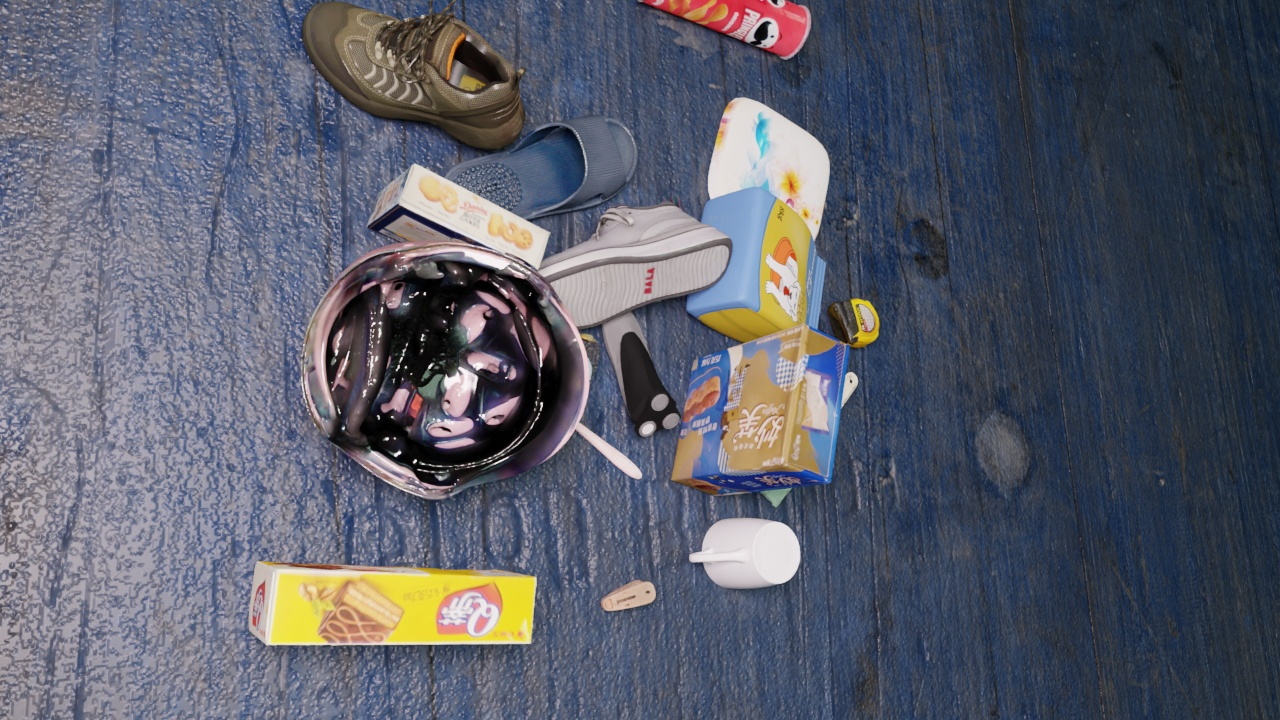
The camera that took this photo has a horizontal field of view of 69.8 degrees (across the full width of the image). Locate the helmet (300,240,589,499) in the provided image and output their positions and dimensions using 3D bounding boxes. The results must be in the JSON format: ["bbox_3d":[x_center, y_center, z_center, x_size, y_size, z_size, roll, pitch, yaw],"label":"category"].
[{"bbox_3d":[-0.181,0.001,0.856,0.255,0.152,0.230,14,97,-22],"label":"helmet"}]

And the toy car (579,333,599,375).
[{"bbox_3d":[-0.093,-0.009,0.995,0.106,0.030,0.049,10,85,-27],"label":"toy car"}]

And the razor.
[{"bbox_3d":[-0.006,0.006,1.035,0.057,0.060,0.156,-16,68,-22],"label":"razor"}]

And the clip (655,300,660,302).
[{"bbox_3d":[0.029,-0.104,1.097,0.049,0.023,0.078,11,72,-28],"label":"clip"}]

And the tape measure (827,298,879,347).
[{"bbox_3d":[0.288,-0.049,1.233,0.064,0.037,0.065,-10,71,-27],"label":"tape measure"}]

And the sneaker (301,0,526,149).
[{"bbox_3d":[-0.220,-0.300,0.899,0.238,0.143,0.101,22,69,-9],"label":"sneaker"}]

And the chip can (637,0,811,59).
[{"bbox_3d":[0.109,-0.463,1.193,0.232,0.073,0.073,10,74,-29],"label":"chip can"}]

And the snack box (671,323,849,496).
[{"bbox_3d":[0.128,0.061,1.013,0.069,0.203,0.154,21,69,-26],"label":"snack box"}]

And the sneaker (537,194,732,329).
[{"bbox_3d":[-0.036,-0.120,1.025,0.262,0.097,0.128,-19,50,-18],"label":"sneaker"}]

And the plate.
[{"bbox_3d":[0.178,-0.248,1.222,0.186,0.016,0.186,24,68,-25],"label":"plate"}]

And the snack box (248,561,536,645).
[{"bbox_3d":[-0.220,0.217,0.822,0.230,0.110,0.061,9,78,-29],"label":"snack box"}]

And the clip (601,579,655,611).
[{"bbox_3d":[-0.015,0.255,0.995,0.060,0.040,0.024,-12,85,-10],"label":"clip"}]

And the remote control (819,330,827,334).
[{"bbox_3d":[0.227,0.026,1.196,0.030,0.009,0.139,32,65,-22],"label":"remote control"}]

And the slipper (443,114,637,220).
[{"bbox_3d":[-0.094,-0.211,1.010,0.262,0.083,0.101,-27,96,-32],"label":"slipper"}]

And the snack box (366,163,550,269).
[{"bbox_3d":[-0.181,-0.128,0.898,0.144,0.145,0.042,24,78,-26],"label":"snack box"}]

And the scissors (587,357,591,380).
[{"bbox_3d":[-0.117,0.036,0.964,0.114,0.013,0.140,39,81,-24],"label":"scissors"}]

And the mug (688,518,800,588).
[{"bbox_3d":[0.114,0.219,1.038,0.114,0.088,0.081,2,79,-31],"label":"mug"}]

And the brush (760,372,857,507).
[{"bbox_3d":[0.220,0.095,1.166,0.033,0.012,0.217,48,65,-17],"label":"brush"}]

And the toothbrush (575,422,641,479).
[{"bbox_3d":[-0.063,0.075,1.005,0.181,0.018,0.015,42,62,-18],"label":"toothbrush"}]

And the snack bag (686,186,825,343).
[{"bbox_3d":[0.164,-0.097,1.140,0.205,0.102,0.158,27,66,-39],"label":"snack bag"}]
